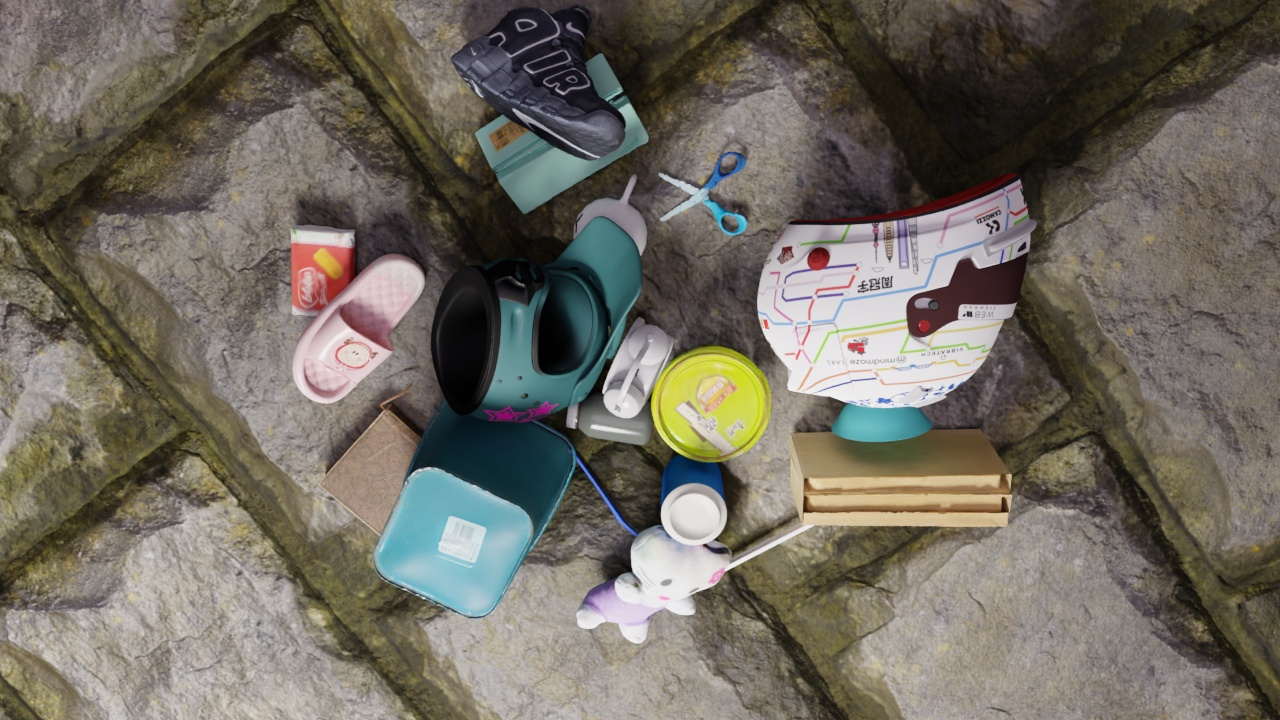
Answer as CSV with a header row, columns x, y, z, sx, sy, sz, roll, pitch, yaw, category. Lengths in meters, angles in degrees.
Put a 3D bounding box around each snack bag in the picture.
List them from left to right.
x,y,z,sx,sy,sz,roll,pitch,yaw,category
-0.404,-0.113,1.171,0.077,0.036,0.116,4,103,1,snack bag

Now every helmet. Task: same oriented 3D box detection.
x,y,z,sx,sy,sz,roll,pitch,yaw,category
-0.116,-0.041,1.078,0.176,0.199,0.276,63,144,23,helmet
0.295,-0.065,1.051,0.315,0.230,0.236,-11,98,11,helmet

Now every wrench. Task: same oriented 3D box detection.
x,y,z,sx,sy,sz,roll,pitch,yaw,category
0.169,0.246,1.226,0.274,0.047,0.009,-30,100,11,wrench

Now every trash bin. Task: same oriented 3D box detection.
x,y,z,sx,sy,sz,roll,pitch,yaw,category
-0.201,0.175,1.100,0.199,0.218,0.197,26,103,-5,trash bin

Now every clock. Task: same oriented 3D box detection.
x,y,z,sx,sy,sz,roll,pitch,yaw,category
-0.006,0.006,1.121,0.061,0.159,0.120,26,102,5,clock

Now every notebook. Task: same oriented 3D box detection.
x,y,z,sx,sy,sz,roll,pitch,yaw,category
-0.295,0.164,1.230,0.215,0.034,0.190,43,101,-8,notebook

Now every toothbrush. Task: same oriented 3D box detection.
x,y,z,sx,sy,sz,roll,pitch,yaw,category
-0.042,0.194,1.237,0.011,0.016,0.187,-36,97,11,toothbrush

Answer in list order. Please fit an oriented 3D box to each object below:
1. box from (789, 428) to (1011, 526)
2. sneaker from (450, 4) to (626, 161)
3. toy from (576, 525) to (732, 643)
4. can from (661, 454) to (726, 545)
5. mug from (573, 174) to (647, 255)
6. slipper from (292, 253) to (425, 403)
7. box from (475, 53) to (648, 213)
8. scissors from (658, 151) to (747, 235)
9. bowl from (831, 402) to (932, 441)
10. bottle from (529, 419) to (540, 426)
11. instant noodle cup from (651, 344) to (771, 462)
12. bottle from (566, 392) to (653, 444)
x,y,z,sx,sy,sz,roll,pitch,yaw,category
0.319,0.145,1.152,0.249,0.128,0.092,-1,103,3,box
-0.087,-0.334,1.051,0.252,0.097,0.150,34,85,27,sneaker
0.019,0.288,1.200,0.137,0.085,0.210,26,124,-28,toy
0.066,0.170,1.158,0.079,0.146,0.079,1,103,2,can
-0.030,-0.169,1.121,0.090,0.076,0.124,23,103,-3,mug
-0.353,-0.040,1.155,0.221,0.056,0.106,-52,139,4,slipper
-0.096,-0.275,1.125,0.187,0.078,0.112,-31,71,7,box
0.084,-0.213,1.141,0.127,0.014,0.127,25,106,1,scissors
0.297,0.060,1.136,0.121,0.121,0.046,-6,102,4,bowl
-0.147,0.094,1.209,0.033,0.033,0.123,-2,102,3,bottle
0.087,0.046,1.155,0.146,0.097,0.146,0,103,1,instant noodle cup
-0.039,0.073,1.185,0.108,0.060,0.060,9,103,0,bottle
